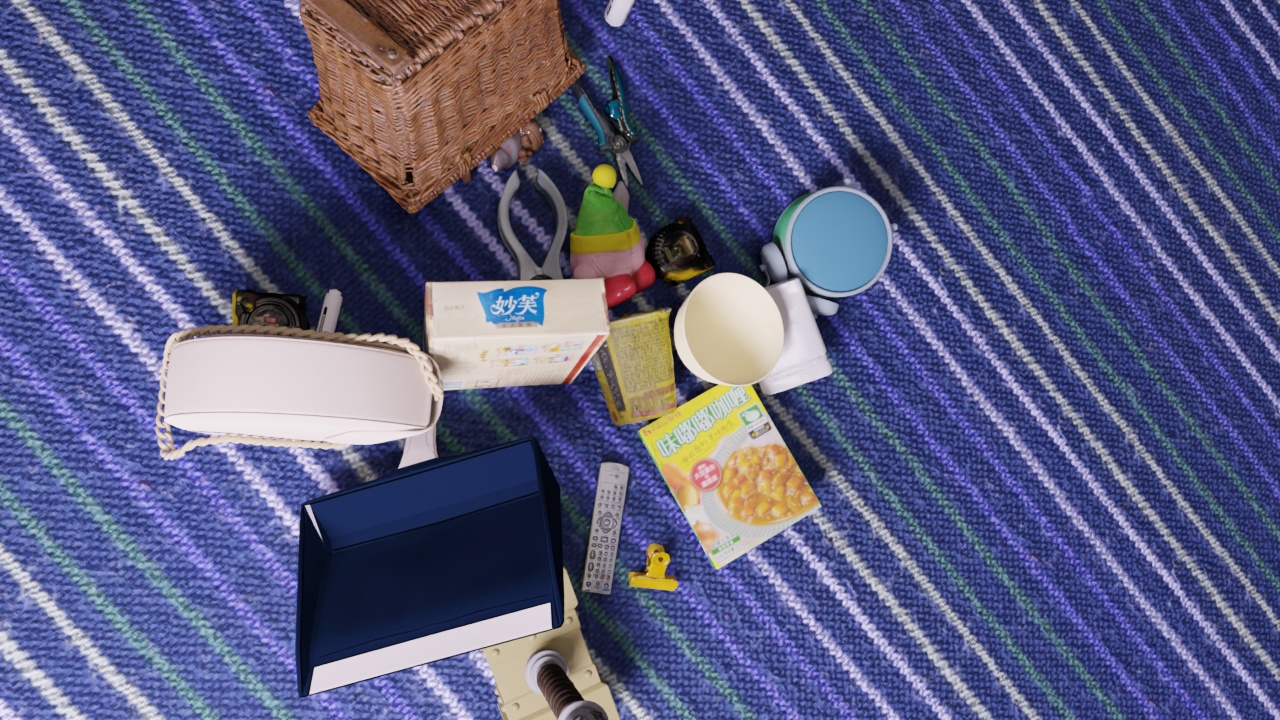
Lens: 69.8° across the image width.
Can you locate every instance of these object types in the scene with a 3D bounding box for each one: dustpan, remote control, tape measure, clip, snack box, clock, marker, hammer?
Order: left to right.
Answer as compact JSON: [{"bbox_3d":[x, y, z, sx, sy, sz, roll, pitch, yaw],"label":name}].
[{"bbox_3d":[-0.358,-0.032,0.889,0.071,0.042,0.072,4,79,-15],"label":"tape measure"},{"bbox_3d":[-0.316,-0.006,0.908,0.020,0.017,0.133,9,81,14],"label":"marker"},{"bbox_3d":[-0.197,0.142,0.841,0.236,0.272,0.080,-17,124,5],"label":"dustpan"},{"bbox_3d":[-0.124,-0.020,0.859,0.153,0.208,0.055,-2,77,-14],"label":"snack box"},{"bbox_3d":[-0.095,-0.122,0.971,0.108,0.028,0.163,-3,86,-13],"label":"clip"},{"bbox_3d":[-0.069,0.279,0.776,0.100,0.325,0.190,-20,92,-16],"label":"hammer"},{"bbox_3d":[-0.037,0.174,0.961,0.033,0.013,0.136,10,82,-13],"label":"remote control"},{"bbox_3d":[-0.013,-0.393,0.970,0.025,0.126,0.025,2,83,-14],"label":"marker"},{"bbox_3d":[0.017,0.218,0.962,0.053,0.035,0.046,10,89,-12],"label":"clip"},{"bbox_3d":[0.039,-0.118,0.999,0.062,0.038,0.067,-25,91,-15],"label":"tape measure"},{"bbox_3d":[0.094,0.116,0.977,0.132,0.027,0.168,-29,85,-7],"label":"snack box"},{"bbox_3d":[0.200,-0.116,1.026,0.122,0.075,0.161,42,88,-7],"label":"clock"}]

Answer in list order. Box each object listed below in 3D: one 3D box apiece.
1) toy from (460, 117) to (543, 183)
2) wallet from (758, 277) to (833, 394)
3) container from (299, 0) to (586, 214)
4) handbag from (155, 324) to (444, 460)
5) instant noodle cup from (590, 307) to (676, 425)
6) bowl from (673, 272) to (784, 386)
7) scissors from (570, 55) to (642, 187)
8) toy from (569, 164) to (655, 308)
[{"bbox_3d":[-0.142,-0.224,0.964,0.055,0.042,0.101,33,68,14],"label":"toy"},{"bbox_3d":[0.155,-0.026,1.005,0.086,0.032,0.116,-15,98,20],"label":"wallet"},{"bbox_3d":[-0.188,-0.304,0.868,0.162,0.183,0.249,42,73,10],"label":"container"},{"bbox_3d":[-0.291,0.035,0.788,0.208,0.211,0.103,7,79,-30],"label":"handbag"},{"bbox_3d":[-0.006,0.006,0.948,0.102,0.102,0.108,-14,94,-15],"label":"instant noodle cup"},{"bbox_3d":[0.081,-0.026,0.966,0.117,0.074,0.118,5,79,-24],"label":"bowl"},{"bbox_3d":[-0.034,-0.269,1.007,0.122,0.019,0.149,18,82,-12],"label":"scissors"},{"bbox_3d":[-0.027,-0.130,0.951,0.123,0.097,0.131,-31,96,-44],"label":"toy"}]
